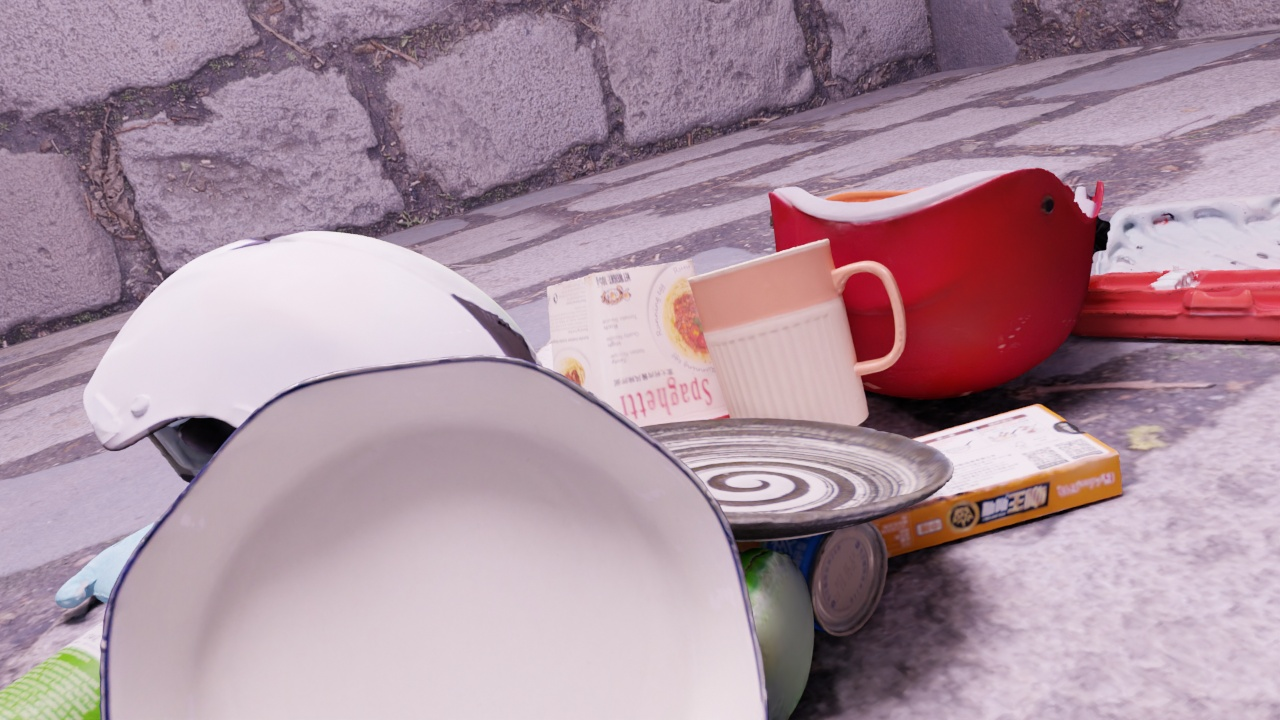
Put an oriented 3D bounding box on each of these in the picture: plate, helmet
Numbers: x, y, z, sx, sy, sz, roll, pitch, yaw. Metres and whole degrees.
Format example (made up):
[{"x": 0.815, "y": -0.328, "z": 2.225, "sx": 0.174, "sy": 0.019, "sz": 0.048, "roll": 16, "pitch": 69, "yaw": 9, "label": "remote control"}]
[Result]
[{"x": 0.048, "y": 0.055, "z": 0.420, "sx": 0.179, "sy": 0.024, "sz": 0.179, "roll": -1, "pitch": 7, "yaw": 0, "label": "plate"}, {"x": -0.156, "y": 0.011, "z": 0.523, "sx": 0.258, "sy": 0.145, "sz": 0.229, "roll": 12, "pitch": -15, "yaw": -7, "label": "helmet"}, {"x": 0.201, "y": -0.049, "z": 0.622, "sx": 0.207, "sy": 0.144, "sz": 0.239, "roll": 2, "pitch": 7, "yaw": 39, "label": "helmet"}, {"x": -0.064, "y": 0.102, "z": 0.301, "sx": 0.204, "sy": 0.204, "sz": 0.046, "roll": -18, "pitch": -11, "yaw": -10, "label": "plate"}]

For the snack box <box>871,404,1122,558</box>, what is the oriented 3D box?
[{"x": 0.161, "y": 0.065, "z": 0.484, "sx": 0.153, "sy": 0.026, "sz": 0.075, "roll": -15, "pitch": 17, "yaw": -2, "label": "snack box"}]

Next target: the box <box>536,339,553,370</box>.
[{"x": -0.037, "y": 0.009, "z": 0.762, "sx": 0.090, "sy": 0.062, "sz": 0.183, "roll": -9, "pitch": 20, "yaw": 19, "label": "box"}]

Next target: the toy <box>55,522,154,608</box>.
[{"x": -0.315, "y": 0.133, "z": 0.617, "sx": 0.161, "sy": 0.050, "sz": 0.156, "roll": -25, "pitch": 17, "yaw": -15, "label": "toy"}]

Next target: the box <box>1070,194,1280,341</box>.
[{"x": 0.413, "y": -0.063, "z": 0.630, "sx": 0.201, "sy": 0.059, "sz": 0.160, "roll": 3, "pitch": 39, "yaw": 45, "label": "box"}]

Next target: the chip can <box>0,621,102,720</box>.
[{"x": -0.247, "y": 0.157, "z": 0.446, "sx": 0.072, "sy": 0.072, "sz": 0.235, "roll": -4, "pitch": 20, "yaw": 29, "label": "chip can"}]

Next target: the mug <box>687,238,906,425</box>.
[{"x": 0.096, "y": -0.012, "z": 0.531, "sx": 0.115, "sy": 0.106, "sz": 0.081, "roll": -14, "pitch": 4, "yaw": 21, "label": "mug"}]

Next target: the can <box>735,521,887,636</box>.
[{"x": 0.050, "y": 0.089, "z": 0.451, "sx": 0.053, "sy": 0.053, "sz": 0.135, "roll": -27, "pitch": 21, "yaw": -35, "label": "can"}]

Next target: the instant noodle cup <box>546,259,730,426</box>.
[{"x": -0.004, "y": 0.003, "z": 0.598, "sx": 0.116, "sy": 0.124, "sz": 0.117, "roll": -11, "pitch": 2, "yaw": -30, "label": "instant noodle cup"}]

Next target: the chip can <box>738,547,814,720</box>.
[{"x": -0.033, "y": 0.114, "z": 0.410, "sx": 0.222, "sy": 0.072, "sz": 0.072, "roll": -3, "pitch": 20, "yaw": 33, "label": "chip can"}]
